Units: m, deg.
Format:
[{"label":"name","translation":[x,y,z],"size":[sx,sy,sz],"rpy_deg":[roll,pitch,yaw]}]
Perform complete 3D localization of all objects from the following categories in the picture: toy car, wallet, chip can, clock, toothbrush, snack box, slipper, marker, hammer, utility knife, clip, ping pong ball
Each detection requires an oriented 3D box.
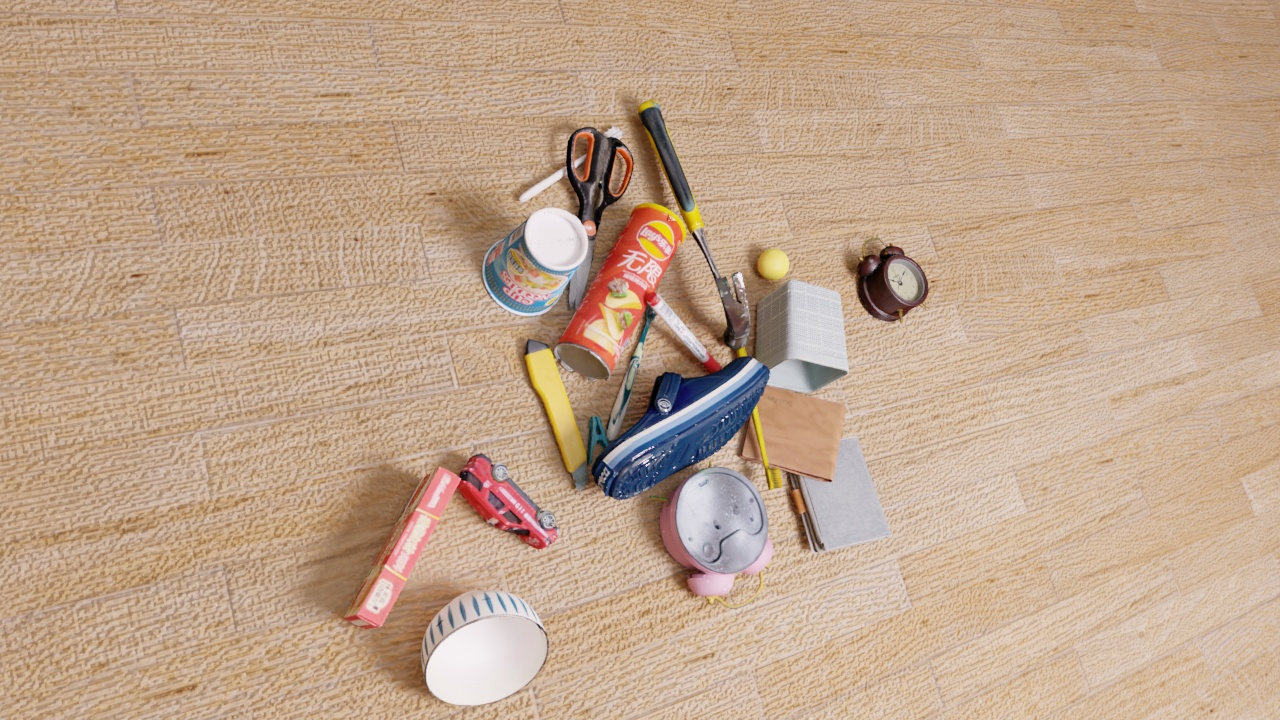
[{"label":"toy car","translation":[-0.135,0.147,0.927],"size":[0.120,0.053,0.045],"rpy_deg":[43,62,-5]},{"label":"wallet","translation":[0.184,0.086,1.104],"size":[0.115,0.020,0.101],"rpy_deg":[14,64,3]},{"label":"chip can","translation":[-0.021,-0.081,1.046],"size":[0.073,0.073,0.216],"rpy_deg":[35,62,-13]},{"label":"clock","translation":[0.087,0.197,1.017],"size":[0.117,0.060,0.158],"rpy_deg":[-25,85,-32]},{"label":"toothbrush","translation":[-0.083,-0.237,1.099],"size":[0.016,0.016,0.179],"rpy_deg":[46,59,3]},{"label":"snack box","translation":[-0.223,0.175,0.859],"size":[0.025,0.075,0.152],"rpy_deg":[32,62,-14]},{"label":"toothbrush","translation":[-0.006,0.006,1.056],"size":[0.016,0.018,0.191],"rpy_deg":[26,64,-17]},{"label":"slipper","translation":[0.037,0.066,1.019],"size":[0.252,0.105,0.095],"rpy_deg":[-30,66,-34]},{"label":"marker","translation":[0.051,-0.030,1.062],"size":[0.145,0.017,0.017],"rpy_deg":[46,56,-37]},{"label":"hammer","translation":[0.063,-0.175,1.104],"size":[0.032,0.126,0.323],"rpy_deg":[-20,73,-3]},{"label":"clock","translation":[0.338,-0.110,1.245],"size":[0.081,0.055,0.122],"rpy_deg":[-23,83,-30]},{"label":"utility knife","translation":[-0.090,0.059,0.999],"size":[0.033,0.015,0.176],"rpy_deg":[-16,82,-24]},{"label":"toothbrush","translation":[0.140,0.063,1.093],"size":[0.016,0.016,0.190],"rpy_deg":[-8,66,-6]},{"label":"wallet","translation":[0.234,0.163,1.112],"size":[0.106,0.037,0.129],"rpy_deg":[-8,68,-16]},{"label":"clip","translation":[-0.047,0.088,1.012],"size":[0.034,0.013,0.055],"rpy_deg":[2,75,-27]},{"label":"ping pong ball","translation":[0.170,-0.123,1.173],"size":[0.040,0.040,0.040],"rpy_deg":[8,70,-24]}]

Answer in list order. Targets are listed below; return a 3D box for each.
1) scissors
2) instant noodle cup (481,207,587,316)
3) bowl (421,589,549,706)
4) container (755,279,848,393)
[{"label":"scissors","translation":[-0.046,-0.163,1.085],"size":[0.139,0.022,0.235],"rpy_deg":[-5,85,-35]},{"label":"instant noodle cup","translation":[-0.109,-0.112,0.990],"size":[0.099,0.110,0.099],"rpy_deg":[8,70,-23]},{"label":"bowl","translation":[-0.150,0.260,0.862],"size":[0.116,0.117,0.066],"rpy_deg":[3,29,-26]},{"label":"container","translation":[0.195,-0.031,1.130],"size":[0.090,0.090,0.111],"rpy_deg":[12,66,-23]}]
